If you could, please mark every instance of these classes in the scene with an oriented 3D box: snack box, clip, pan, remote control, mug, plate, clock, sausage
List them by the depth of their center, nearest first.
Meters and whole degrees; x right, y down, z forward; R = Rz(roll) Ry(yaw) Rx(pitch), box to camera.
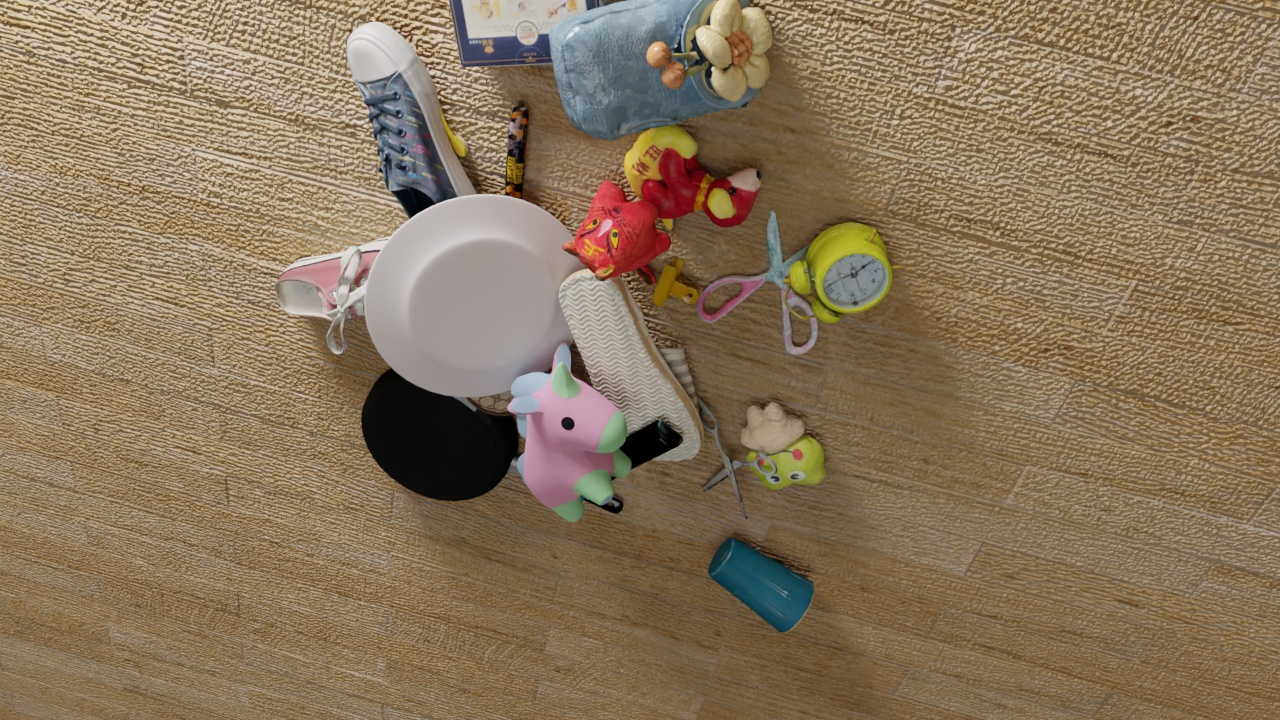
[{"bbox_3d":[-0.104,-0.348,0.838,0.144,0.042,0.145,1,123,11],"label":"snack box"},{"bbox_3d":[0.199,-0.085,0.927,0.119,0.057,0.083,-34,120,21],"label":"clock"},{"bbox_3d":[-0.131,-0.197,0.958,0.020,0.020,0.156,13,124,5],"label":"sausage"},{"bbox_3d":[-0.169,-0.060,0.983,0.242,0.016,0.243,-10,124,-16],"label":"plate"},{"bbox_3d":[0.041,-0.081,0.992,0.048,0.045,0.054,6,127,-22],"label":"clip"},{"bbox_3d":[-0.010,0.112,1.090,0.041,0.020,0.152,41,136,-16],"label":"remote control"},{"bbox_3d":[-0.189,0.127,1.170,0.355,0.044,0.205,25,124,-2],"label":"pan"},{"bbox_3d":[0.152,0.284,1.179,0.121,0.078,0.078,34,124,-4],"label":"mug"}]

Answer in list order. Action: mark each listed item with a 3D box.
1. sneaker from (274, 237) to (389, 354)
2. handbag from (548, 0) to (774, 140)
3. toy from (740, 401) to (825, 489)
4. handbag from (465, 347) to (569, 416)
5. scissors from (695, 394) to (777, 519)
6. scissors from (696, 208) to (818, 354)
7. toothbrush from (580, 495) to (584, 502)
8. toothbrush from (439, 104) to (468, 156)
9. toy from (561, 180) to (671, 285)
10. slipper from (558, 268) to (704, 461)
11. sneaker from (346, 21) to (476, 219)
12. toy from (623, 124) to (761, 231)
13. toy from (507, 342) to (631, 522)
[{"bbox_3d":[-0.316,-0.079,1.037,0.241,0.087,0.118,-5,122,17],"label":"sneaker"},{"bbox_3d":[0.022,-0.263,0.802,0.191,0.118,0.122,-17,121,-11],"label":"handbag"},{"bbox_3d":[0.162,0.099,1.070,0.092,0.043,0.118,-12,116,28],"label":"toy"},{"bbox_3d":[-0.149,-0.009,1.065,0.138,0.063,0.166,-18,118,13],"label":"handbag"},{"bbox_3d":[0.102,0.115,1.094,0.142,0.014,0.175,-16,105,51],"label":"scissors"},{"bbox_3d":[0.148,-0.072,0.981,0.171,0.014,0.168,-37,108,26],"label":"scissors"},{"bbox_3d":[-0.079,0.120,1.140,0.022,0.017,0.135,-5,113,-14],"label":"toothbrush"},{"bbox_3d":[-0.217,-0.268,0.936,0.021,0.016,0.135,-23,113,27],"label":"toothbrush"},{"bbox_3d":[-0.025,-0.110,0.943,0.088,0.094,0.133,27,166,26],"label":"toy"},{"bbox_3d":[-0.006,0.006,1.040,0.115,0.053,0.273,-13,124,26],"label":"slipper"},{"bbox_3d":[-0.240,-0.215,0.925,0.088,0.079,0.236,2,128,33],"label":"sneaker"},{"bbox_3d":[0.045,-0.173,0.911,0.137,0.067,0.106,27,132,5],"label":"toy"},{"bbox_3d":[-0.096,0.095,1.058,0.171,0.119,0.223,43,138,-7],"label":"toy"}]
